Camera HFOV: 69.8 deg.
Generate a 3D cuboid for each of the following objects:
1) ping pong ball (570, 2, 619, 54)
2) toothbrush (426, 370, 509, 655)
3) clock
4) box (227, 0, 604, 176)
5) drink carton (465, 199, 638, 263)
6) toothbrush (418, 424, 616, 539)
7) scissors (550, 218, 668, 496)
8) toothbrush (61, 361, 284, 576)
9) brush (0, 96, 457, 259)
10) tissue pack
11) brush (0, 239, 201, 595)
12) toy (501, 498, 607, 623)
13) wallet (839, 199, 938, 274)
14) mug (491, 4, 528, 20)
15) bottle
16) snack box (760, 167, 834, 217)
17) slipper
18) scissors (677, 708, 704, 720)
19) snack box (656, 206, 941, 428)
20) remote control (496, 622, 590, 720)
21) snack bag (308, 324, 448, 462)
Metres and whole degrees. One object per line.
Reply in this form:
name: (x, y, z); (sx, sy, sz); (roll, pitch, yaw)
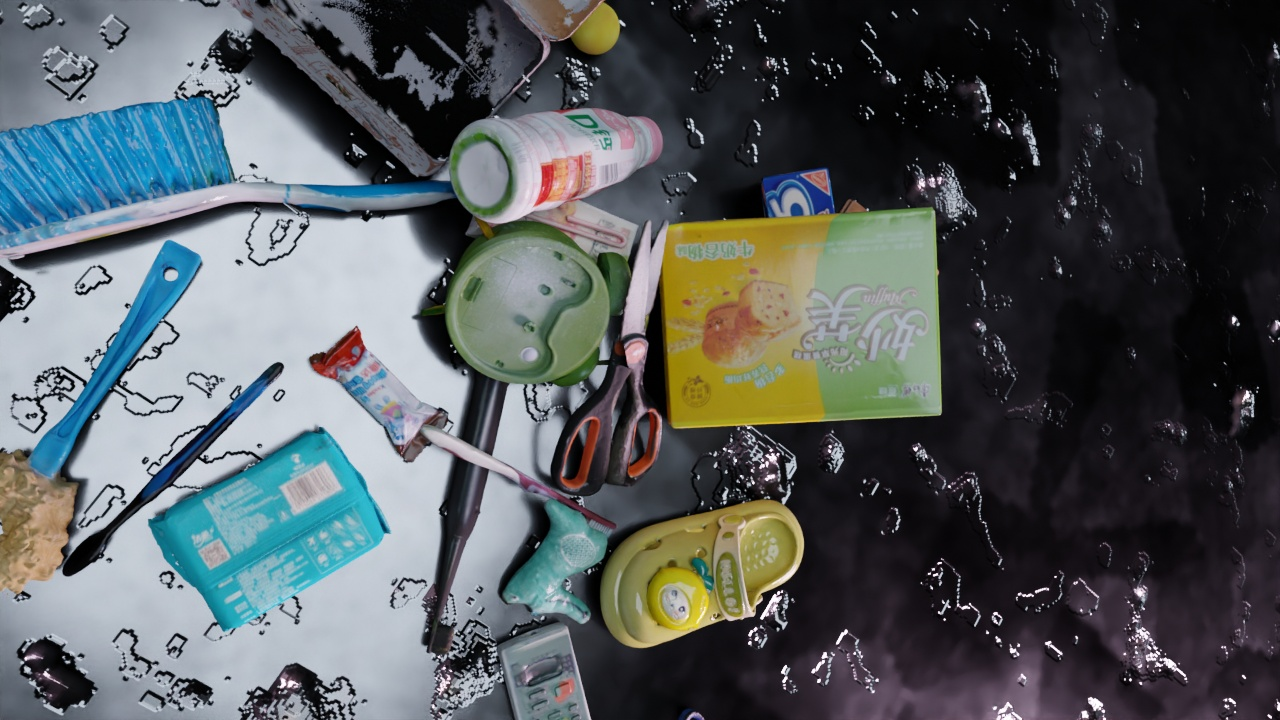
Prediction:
ping pong ball: (-0.037, -0.264, 0.727); (0.040, 0.040, 0.040); (1, 88, -23)
toothbrush: (-0.131, 0.112, 0.684); (0.027, 0.026, 0.212); (11, 84, -1)
clock: (-0.069, -0.040, 0.675); (0.161, 0.056, 0.116); (22, 114, -23)
box: (-0.117, -0.272, 0.607); (0.260, 0.082, 0.177); (-43, 107, 16)
drink carton: (-0.066, -0.101, 0.707); (0.122, 0.046, 0.053); (21, 79, -21)
toothbrush: (-0.089, 0.094, 0.689); (0.187, 0.016, 0.017); (34, 86, -32)
scissors: (-0.021, 0.007, 0.672); (0.148, 0.022, 0.235); (-26, 131, -20)
toothbrush: (-0.312, 0.070, 0.620); (0.014, 0.016, 0.189); (42, 71, -6)
brush: (-0.276, -0.127, 0.622); (0.313, 0.061, 0.109); (-21, 102, -24)
tissue pack: (-0.249, 0.114, 0.622); (0.133, 0.050, 0.093); (-30, 101, -20)
brush: (-0.362, 0.034, 0.589); (0.083, 0.046, 0.254); (30, 73, -15)
toy: (-0.062, 0.161, 0.705); (0.096, 0.030, 0.092); (41, 95, -24)
wallet: (0.208, -0.075, 0.835); (0.115, 0.020, 0.101); (37, 74, -15)
mug: (-0.127, -0.305, 0.675); (0.122, 0.078, 0.078); (23, 80, -16)
bottle: (-0.051, -0.150, 0.668); (0.196, 0.068, 0.068); (-30, 101, -52)
snack box: (0.143, -0.056, 0.776); (0.058, 0.057, 0.207); (-9, 93, 7)
slipper: (0.060, 0.166, 0.733); (0.190, 0.082, 0.091); (-16, 92, -25)
scissors: (0.003, 0.352, 0.729); (0.162, 0.012, 0.174); (-48, 118, -24)
snack box: (0.121, -0.032, 0.715); (0.210, 0.070, 0.157); (-3, 93, 5)
remote control: (-0.068, 0.275, 0.708); (0.056, 0.019, 0.135); (-14, 94, -22)
snack bag: (-0.188, 0.023, 0.663); (0.105, 0.026, 0.045); (48, 69, -16)
